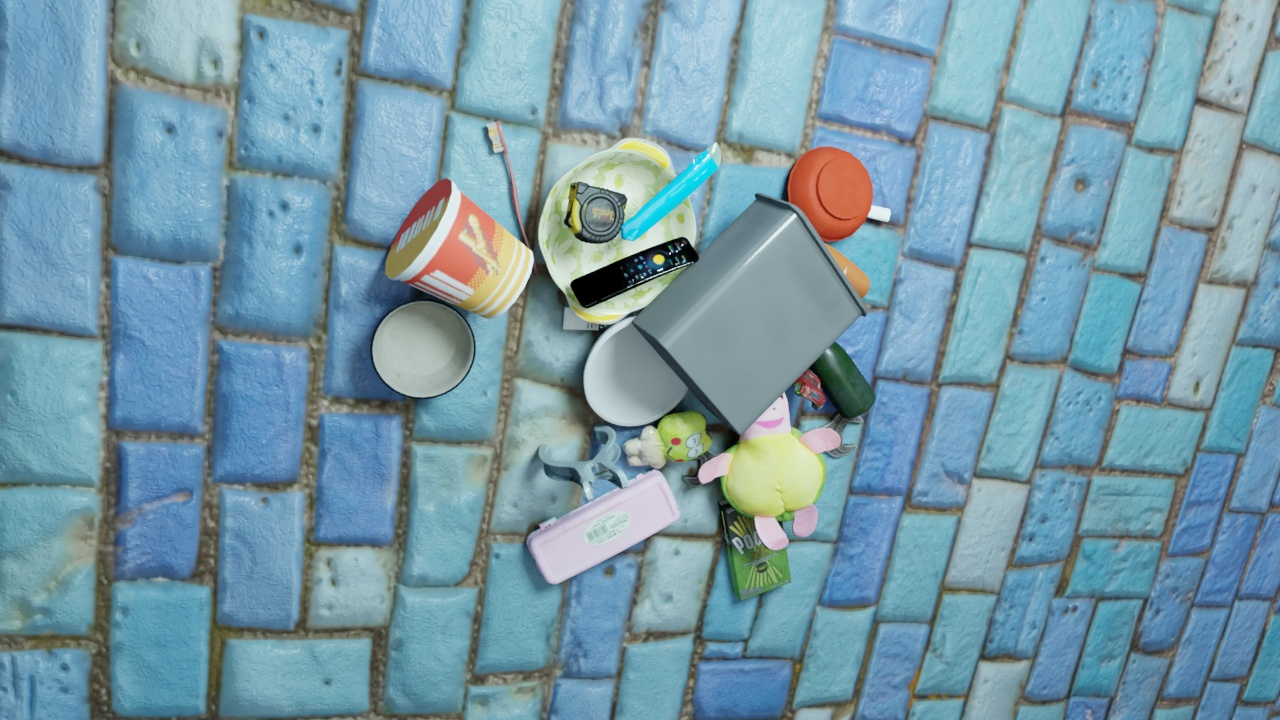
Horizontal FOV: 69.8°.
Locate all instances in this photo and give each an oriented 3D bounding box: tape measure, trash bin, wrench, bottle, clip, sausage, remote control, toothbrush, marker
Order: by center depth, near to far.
[{"bbox_3d":[-0.050,-0.162,1.026,0.067,0.038,0.062,9,94,-24],"label":"tape measure"},{"bbox_3d":[-0.006,-0.101,1.060,0.151,0.041,0.020,-24,153,-11],"label":"remote control"},{"bbox_3d":[-0.146,-0.184,1.065,0.015,0.015,0.184,-18,111,-10],"label":"toothbrush"},{"bbox_3d":[0.133,-0.054,1.102,0.219,0.097,0.192,-45,122,-4],"label":"trash bin"},{"bbox_3d":[-0.039,0.112,1.108,0.143,0.172,0.029,-25,113,-21],"label":"clip"},{"bbox_3d":[-0.036,-0.051,1.140,0.124,0.012,0.028,1,105,-19],"label":"remote control"},{"bbox_3d":[0.233,-0.132,1.190,0.164,0.039,0.044,29,53,-22],"label":"sausage"},{"bbox_3d":[0.267,-0.200,1.195,0.133,0.020,0.017,7,139,-20],"label":"marker"},{"bbox_3d":[0.250,-0.003,1.228,0.055,0.055,0.174,-39,110,-5],"label":"bottle"},{"bbox_3d":[0.185,0.122,1.265,0.273,0.010,0.070,-11,108,-15],"label":"wrench"}]

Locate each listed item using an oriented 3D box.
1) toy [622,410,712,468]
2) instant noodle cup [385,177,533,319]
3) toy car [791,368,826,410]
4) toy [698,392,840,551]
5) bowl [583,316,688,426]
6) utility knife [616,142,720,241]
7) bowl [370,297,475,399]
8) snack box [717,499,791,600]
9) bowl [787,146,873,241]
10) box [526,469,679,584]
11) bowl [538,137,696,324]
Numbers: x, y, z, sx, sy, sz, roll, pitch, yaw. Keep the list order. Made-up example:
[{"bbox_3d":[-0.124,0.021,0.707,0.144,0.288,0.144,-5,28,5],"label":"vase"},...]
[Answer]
[{"bbox_3d":[0.035,0.106,1.185,0.115,0.046,0.092,-18,141,0],"label":"toy"},{"bbox_3d":[-0.195,-0.115,1.016,0.121,0.123,0.123,32,93,-31],"label":"instant noodle cup"},{"bbox_3d":[0.214,0.031,1.204,0.042,0.091,0.036,35,105,-24],"label":"toy car"},{"bbox_3d":[0.170,0.133,1.207,0.190,0.087,0.238,-16,100,3],"label":"toy"},{"bbox_3d":[-0.007,0.007,1.145,0.149,0.043,0.150,-10,118,-20],"label":"bowl"},{"bbox_3d":[0.034,-0.191,1.057,0.158,0.015,0.031,-41,111,-3],"label":"utility knife"},{"bbox_3d":[-0.251,-0.019,1.051,0.115,0.059,0.115,-5,107,-17],"label":"bowl"},{"bbox_3d":[0.161,0.255,1.286,0.080,0.025,0.148,-16,110,-14],"label":"snack box"},{"bbox_3d":[0.248,-0.214,1.159,0.122,0.035,0.122,1,89,-21],"label":"bowl"},{"bbox_3d":[-0.049,0.215,1.200,0.202,0.044,0.086,-27,107,-9],"label":"box"},{"bbox_3d":[-0.033,-0.154,1.086,0.188,0.060,0.219,14,101,-22],"label":"bowl"}]
